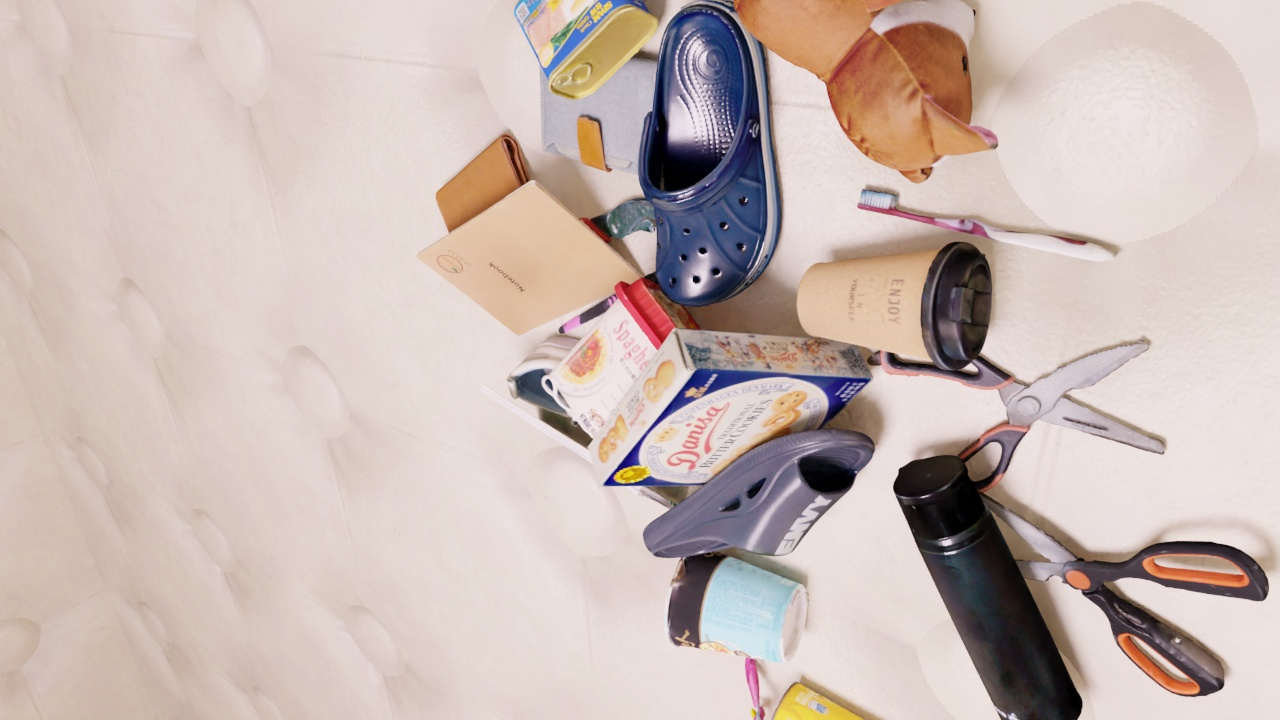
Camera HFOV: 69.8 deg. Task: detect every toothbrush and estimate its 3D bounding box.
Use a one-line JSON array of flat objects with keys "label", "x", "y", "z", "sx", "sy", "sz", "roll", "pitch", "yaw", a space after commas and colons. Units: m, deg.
[{"label": "toothbrush", "x": -0.033, "y": -0.056, "z": 0.914, "sx": 0.190, "sy": 0.017, "sz": 0.014, "roll": -24, "pitch": 83, "yaw": 49}, {"label": "toothbrush", "x": 0.246, "y": -0.099, "z": 0.666, "sx": 0.188, "sy": 0.016, "sz": 0.017, "roll": 20, "pitch": 115, "yaw": 31}]

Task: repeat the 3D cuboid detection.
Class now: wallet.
[{"label": "wallet", "x": -0.037, "y": -0.221, "z": 0.816, "sx": 0.130, "sy": 0.036, "sz": 0.107, "roll": 22, "pitch": 125, "yaw": 29}, {"label": "wallet", "x": -0.156, "y": -0.156, "z": 0.947, "sx": 0.132, "sy": 0.031, "sz": 0.108, "roll": -26, "pitch": 84, "yaw": 45}]

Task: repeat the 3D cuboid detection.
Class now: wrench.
[{"label": "wrench", "x": -0.068, "y": -0.118, "z": 0.915, "sx": 0.274, "sy": 0.016, "sz": 0.056, "roll": -5, "pitch": 110, "yaw": 41}]

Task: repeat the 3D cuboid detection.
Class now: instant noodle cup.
[{"label": "instant noodle cup", "x": -0.005, "y": 0.005, "z": 0.834, "sx": 0.124, "sy": 0.116, "sz": 0.116, "roll": -40, "pitch": 72, "yaw": 14}, {"label": "instant noodle cup", "x": 0.101, "y": 0.251, "z": 0.927, "sx": 0.121, "sy": 0.111, "sz": 0.111, "roll": 9, "pitch": 120, "yaw": 28}]

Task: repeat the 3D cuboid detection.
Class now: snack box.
[{"label": "snack box", "x": 0.072, "y": 0.047, "z": 0.780, "sx": 0.178, "sy": 0.182, "sz": 0.045, "roll": -55, "pitch": 42, "yaw": 45}]

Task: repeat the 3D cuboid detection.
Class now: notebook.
[{"label": "notebook", "x": -0.115, "y": -0.095, "z": 0.922, "sx": 0.148, "sy": 0.008, "sz": 0.208, "roll": 40, "pitch": 142, "yaw": -28}, {"label": "notebook", "x": -0.059, "y": 0.097, "z": 0.963, "sx": 0.209, "sy": 0.012, "sz": 0.150, "roll": 29, "pitch": 174, "yaw": 25}]

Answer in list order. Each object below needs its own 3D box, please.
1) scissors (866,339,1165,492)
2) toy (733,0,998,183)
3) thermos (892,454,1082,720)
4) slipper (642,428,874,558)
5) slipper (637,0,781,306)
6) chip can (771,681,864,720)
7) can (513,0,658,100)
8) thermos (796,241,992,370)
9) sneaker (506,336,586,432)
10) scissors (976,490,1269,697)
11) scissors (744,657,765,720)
[{"label": "scissors", "x": 0.282, "y": 0.032, "z": 0.711, "sx": 0.189, "sy": 0.015, "sz": 0.224, "roll": 48, "pitch": 134, "yaw": 8}, {"label": "toy", "x": 0.159, "y": -0.211, "z": 0.616, "sx": 0.130, "sy": 0.140, "sz": 0.199, "roll": -34, "pitch": 92, "yaw": 4}, {"label": "thermos", "x": 0.281, "y": 0.190, "z": 0.758, "sx": 0.242, "sy": 0.068, "sz": 0.090, "roll": 62, "pitch": 179, "yaw": -12}, {"label": "slipper", "x": 0.109, "y": 0.144, "z": 0.828, "sx": 0.269, "sy": 0.110, "sz": 0.083, "roll": -38, "pitch": 55, "yaw": 39}, {"label": "slipper", "x": 0.052, "y": -0.154, "z": 0.740, "sx": 0.105, "sy": 0.095, "sz": 0.253, "roll": 16, "pitch": 119, "yaw": 29}, {"label": "chip can", "x": 0.237, "y": 0.406, "z": 0.921, "sx": 0.213, "sy": 0.071, "sz": 0.072, "roll": 22, "pitch": 126, "yaw": 30}, {"label": "can", "x": -0.047, "y": -0.282, "z": 0.755, "sx": 0.102, "sy": 0.057, "sz": 0.083, "roll": -35, "pitch": 73, "yaw": 30}, {"label": "thermos", "x": 0.193, "y": -0.043, "z": 0.693, "sx": 0.143, "sy": 0.092, "sz": 0.093, "roll": 8, "pitch": 119, "yaw": 45}, {"label": "sneaker", "x": -0.032, "y": 0.037, "z": 0.921, "sx": 0.242, "sy": 0.090, "sz": 0.090, "roll": 16, "pitch": 124, "yaw": 32}, {"label": "scissors", "x": 0.365, "y": 0.172, "z": 0.709, "sx": 0.221, "sy": 0.021, "sz": 0.233, "roll": 50, "pitch": 145, "yaw": -1}, {"label": "scissors", "x": 0.126, "y": 0.376, "z": 0.988, "sx": 0.017, "sy": 0.133, "sz": 0.134, "roll": -7, "pitch": 76, "yaw": 4}]
